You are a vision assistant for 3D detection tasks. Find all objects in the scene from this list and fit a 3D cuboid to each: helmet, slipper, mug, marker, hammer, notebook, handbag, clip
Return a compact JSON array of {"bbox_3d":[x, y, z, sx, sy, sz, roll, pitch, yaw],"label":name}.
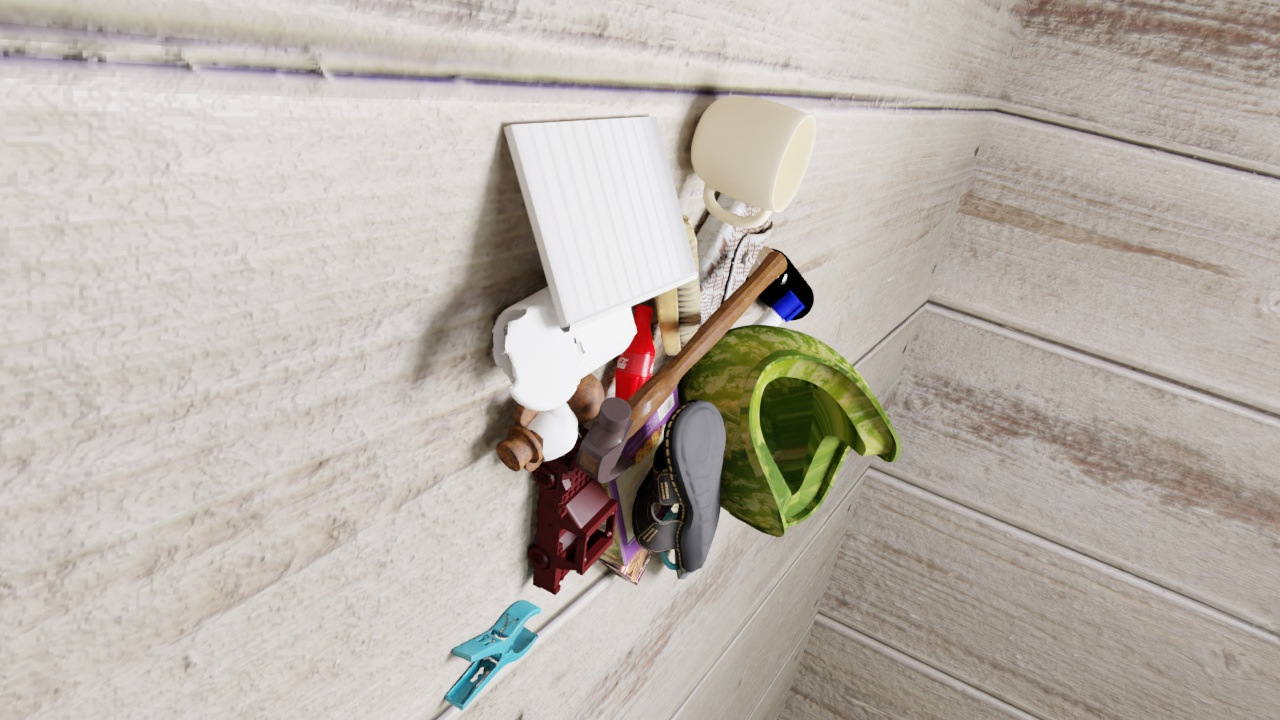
[{"bbox_3d":[0.149,0.076,1.063,0.213,0.243,0.247,-32,175,-14],"label":"helmet"},{"bbox_3d":[0.044,0.234,1.183,0.269,0.055,0.098,92,-4,-65],"label":"slipper"},{"bbox_3d":[0.097,-0.190,0.872,0.096,0.100,0.120,-10,122,-67],"label":"mug"},{"bbox_3d":[0.146,-0.033,1.150,0.133,0.027,0.023,-43,162,13],"label":"marker"},{"bbox_3d":[0.036,0.128,0.922,0.268,0.076,0.112,83,26,-53],"label":"slipper"},{"bbox_3d":[0.048,-0.007,0.861,0.321,0.033,0.116,-46,163,-34],"label":"hammer"},{"bbox_3d":[-0.020,-0.113,0.705,0.209,0.009,0.142,-28,105,-58],"label":"notebook"},{"bbox_3d":[0.099,-0.124,1.011,0.185,0.047,0.124,-61,156,-16],"label":"handbag"},{"bbox_3d":[-0.139,0.288,0.883,0.126,0.028,0.114,-38,146,-50],"label":"clip"}]

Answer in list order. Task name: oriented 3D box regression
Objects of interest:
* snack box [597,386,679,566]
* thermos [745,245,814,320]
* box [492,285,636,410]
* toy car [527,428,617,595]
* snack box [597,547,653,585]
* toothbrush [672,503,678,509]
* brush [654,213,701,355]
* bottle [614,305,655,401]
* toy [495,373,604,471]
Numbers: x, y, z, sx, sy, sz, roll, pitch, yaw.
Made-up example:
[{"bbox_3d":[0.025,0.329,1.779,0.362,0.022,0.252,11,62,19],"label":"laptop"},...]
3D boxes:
[{"bbox_3d":[-0.004,0.116,0.971,0.143,0.041,0.148,-45,138,-43],"label":"snack box"},{"bbox_3d":[0.174,-0.103,1.180,0.061,0.061,0.231,-68,158,0],"label":"thermos"},{"bbox_3d":[-0.067,-0.015,0.682,0.165,0.093,0.083,-35,119,-50],"label":"box"},{"bbox_3d":[-0.063,0.148,0.873,0.070,0.062,0.170,-40,145,-49],"label":"toy car"},{"bbox_3d":[-0.021,0.221,1.078,0.051,0.032,0.141,-61,157,-16],"label":"snack box"},{"bbox_3d":[0.079,0.146,1.258,0.135,0.016,0.021,-59,152,-20],"label":"toothbrush"},{"bbox_3d":[0.035,-0.069,0.887,0.196,0.043,0.059,83,-1,-53],"label":"brush"},{"bbox_3d":[-0.005,0.005,0.899,0.036,0.036,0.119,6,94,-67],"label":"bottle"},{"bbox_3d":[-0.075,0.045,0.761,0.112,0.067,0.087,-39,145,-34],"label":"toy"}]
